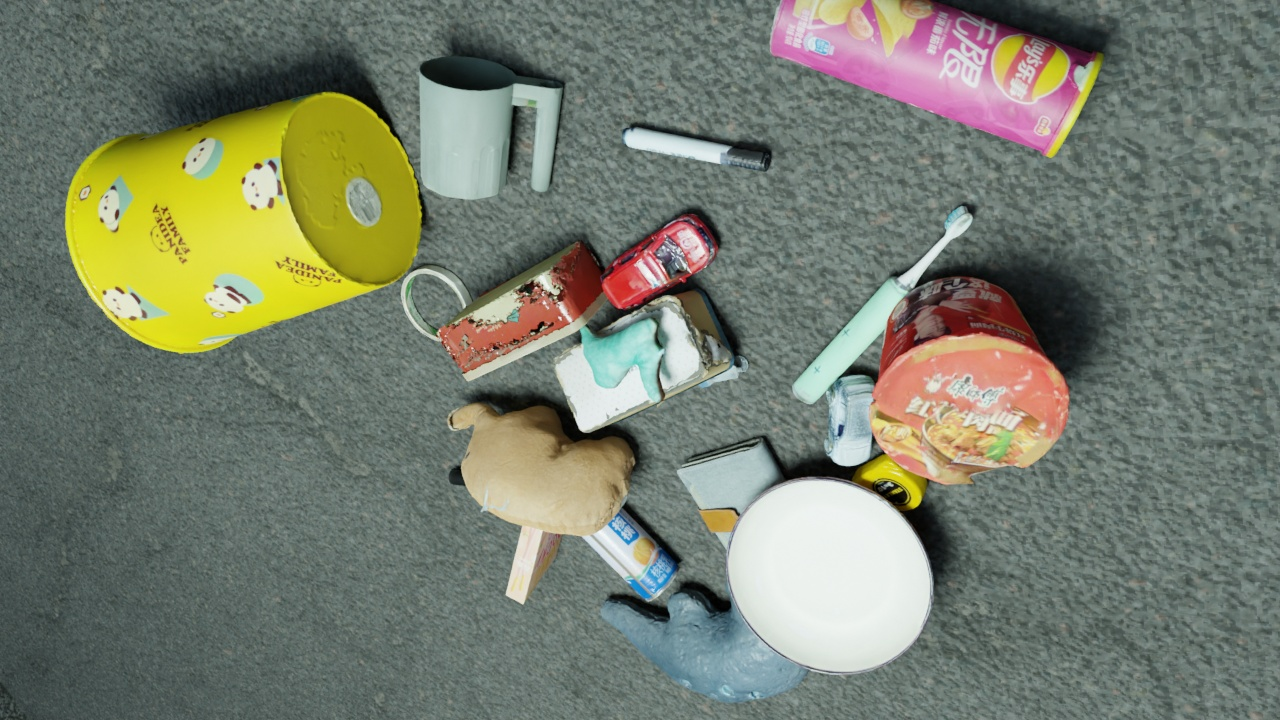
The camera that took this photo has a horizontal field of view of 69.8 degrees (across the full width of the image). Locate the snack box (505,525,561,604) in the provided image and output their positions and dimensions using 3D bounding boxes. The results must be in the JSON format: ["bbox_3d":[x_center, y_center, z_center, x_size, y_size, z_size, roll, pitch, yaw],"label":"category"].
[{"bbox_3d":[-0.110,0.192,1.030,0.026,0.084,0.158,24,126,10],"label":"snack box"}]

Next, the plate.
[{"bbox_3d":[0.177,0.198,0.862,0.193,0.039,0.192,5,102,22],"label":"plate"}]

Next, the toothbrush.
[{"bbox_3d":[0.198,-0.040,0.765,0.026,0.027,0.225,14,133,-24],"label":"toothbrush"}]

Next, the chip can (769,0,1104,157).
[{"bbox_3d":[0.199,-0.211,0.636,0.210,0.071,0.072,25,126,14],"label":"chip can"}]

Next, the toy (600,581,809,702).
[{"bbox_3d":[0.106,0.293,0.980,0.357,0.091,0.137,-22,79,34],"label":"toy"}]

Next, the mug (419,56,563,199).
[{"bbox_3d":[-0.136,-0.205,0.822,0.124,0.083,0.104,8,125,-5],"label":"mug"}]

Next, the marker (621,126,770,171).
[{"bbox_3d":[0.045,-0.179,0.770,0.131,0.022,0.018,15,80,18],"label":"marker"}]

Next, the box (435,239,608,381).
[{"bbox_3d":[-0.119,-0.052,0.886,0.169,0.091,0.077,-23,108,36],"label":"box"}]

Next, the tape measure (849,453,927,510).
[{"bbox_3d":[0.231,0.108,0.833,0.057,0.028,0.060,39,145,-2],"label":"tape measure"}]

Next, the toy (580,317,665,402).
[{"bbox_3d":[-0.012,-0.002,0.815,0.092,0.030,0.096,-27,77,39],"label":"toy"}]

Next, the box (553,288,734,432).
[{"bbox_3d":[-0.005,0.005,0.869,0.185,0.059,0.090,-25,86,39],"label":"box"}]

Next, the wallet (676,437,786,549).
[{"bbox_3d":[0.106,0.148,0.919,0.107,0.036,0.130,-21,106,35],"label":"wallet"}]

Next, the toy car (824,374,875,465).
[{"bbox_3d":[0.189,0.055,0.813,0.043,0.034,0.091,-8,121,-8],"label":"toy car"}]

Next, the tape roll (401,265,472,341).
[{"bbox_3d":[-0.218,-0.060,0.983,0.086,0.013,0.086,13,123,21],"label":"tape roll"}]

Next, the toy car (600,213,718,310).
[{"bbox_3d":[0.015,-0.085,0.826,0.121,0.045,0.053,-31,102,35],"label":"toy car"}]

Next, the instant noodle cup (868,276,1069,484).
[{"bbox_3d":[0.244,0.007,0.702,0.138,0.108,0.138,6,127,8],"label":"instant noodle cup"}]

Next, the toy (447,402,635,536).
[{"bbox_3d":[-0.119,0.104,0.947,0.226,0.143,0.083,22,130,17],"label":"toy"}]

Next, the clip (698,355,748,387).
[{"bbox_3d":[0.074,0.011,0.867,0.057,0.029,0.024,-13,106,40],"label":"clip"}]

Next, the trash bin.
[{"bbox_3d":[-0.372,-0.139,0.899,0.256,0.228,0.230,-9,113,25],"label":"trash bin"}]

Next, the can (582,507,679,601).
[{"bbox_3d":[-0.022,0.198,1.005,0.134,0.053,0.053,46,128,-3],"label":"can"}]

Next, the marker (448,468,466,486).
[{"bbox_3d":[-0.167,0.140,1.070,0.132,0.020,0.022,2,120,27],"label":"marker"}]
